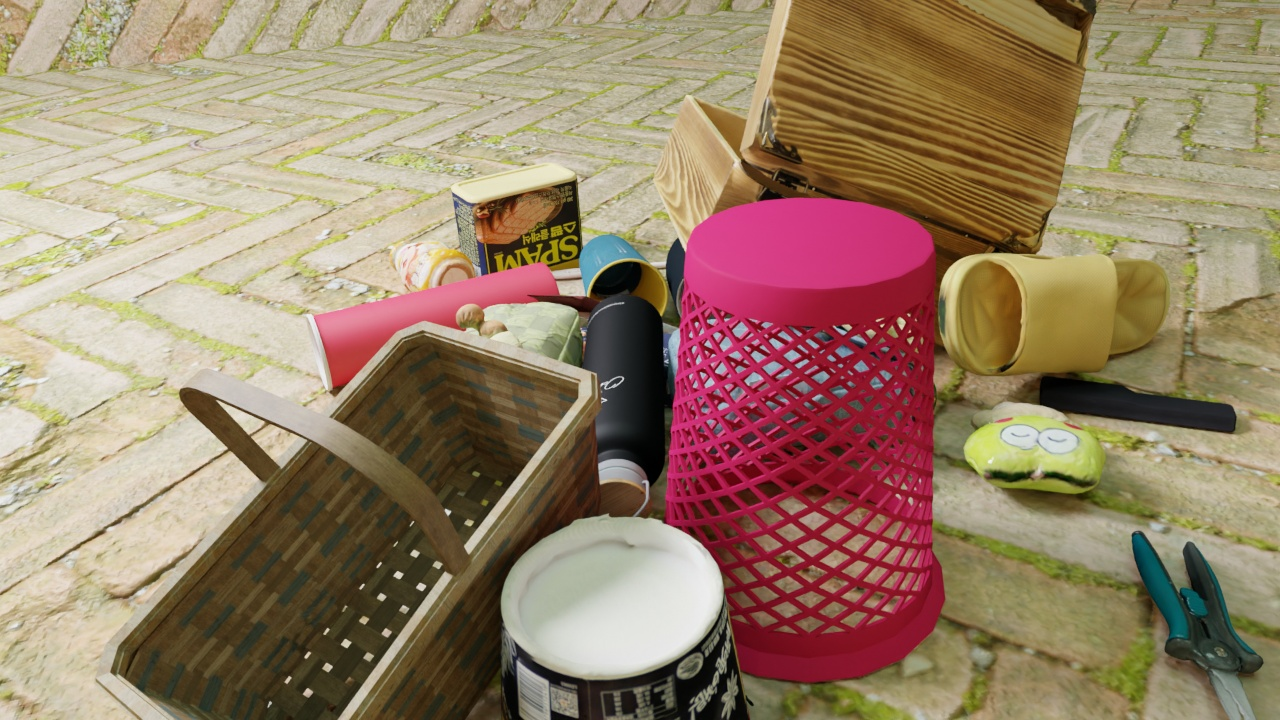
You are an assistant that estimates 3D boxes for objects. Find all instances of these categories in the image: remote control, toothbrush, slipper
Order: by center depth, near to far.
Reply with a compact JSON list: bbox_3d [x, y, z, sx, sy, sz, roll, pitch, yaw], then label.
[{"bbox_3d":[0.387,0.033,0.719,0.136,0.015,0.032,8,31,19],"label":"remote control"},{"bbox_3d":[0.353,-0.036,0.741,0.262,0.099,0.078,-6,16,-28],"label":"slipper"},{"bbox_3d":[-0.010,-0.105,1.006,0.181,0.018,0.015,-7,29,-6],"label":"toothbrush"}]

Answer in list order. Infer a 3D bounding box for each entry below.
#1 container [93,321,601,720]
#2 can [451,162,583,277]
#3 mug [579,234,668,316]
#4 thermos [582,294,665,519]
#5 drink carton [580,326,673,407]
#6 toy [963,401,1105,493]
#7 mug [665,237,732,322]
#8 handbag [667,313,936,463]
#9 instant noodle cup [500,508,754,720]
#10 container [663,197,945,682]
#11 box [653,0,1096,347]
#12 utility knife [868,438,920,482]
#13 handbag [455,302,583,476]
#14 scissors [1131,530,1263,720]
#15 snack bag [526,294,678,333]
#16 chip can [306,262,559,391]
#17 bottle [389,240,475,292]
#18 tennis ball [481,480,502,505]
[{"bbox_3d":[-0.138,0.079,0.454,0.158,0.186,0.249,16,55,31],"label":"container"},{"bbox_3d":[-0.132,-0.148,1.004,0.135,0.104,0.075,-19,33,-27],"label":"can"},{"bbox_3d":[-0.024,-0.081,0.912,0.078,0.078,0.121,-8,24,-9],"label":"mug"},{"bbox_3d":[-0.014,0.037,0.641,0.061,0.061,0.230,-2,34,2],"label":"thermos"},{"bbox_3d":[-0.005,0.005,0.785,0.130,0.040,0.064,4,31,13],"label":"drink carton"},{"bbox_3d":[0.279,0.059,0.657,0.092,0.046,0.115,2,22,15],"label":"toy"},{"bbox_3d":[0.085,-0.074,0.887,0.121,0.085,0.094,20,25,-17],"label":"mug"},{"bbox_3d":[0.117,0.000,0.684,0.192,0.119,0.121,-5,32,-6],"label":"handbag"},{"bbox_3d":[-0.010,0.151,0.450,0.137,0.112,0.137,-3,30,1],"label":"instant noodle cup"},{"bbox_3d":[0.093,0.034,0.530,0.183,0.226,0.182,-2,29,1],"label":"container"},{"bbox_3d":[0.208,-0.206,0.787,0.279,0.316,0.281,18,27,-17],"label":"box"},{"bbox_3d":[0.163,0.047,0.716,0.022,0.016,0.179,-16,30,-20],"label":"utility knife"},{"bbox_3d":[-0.110,0.011,0.689,0.113,0.117,0.186,1,45,12],"label":"handbag"},{"bbox_3d":[0.309,0.146,0.519,0.128,0.019,0.140,-14,37,-30],"label":"scissors"},{"bbox_3d":[-0.022,-0.038,0.799,0.057,0.013,0.157,7,-6,42],"label":"snack bag"},{"bbox_3d":[-0.185,-0.034,0.843,0.220,0.069,0.069,-16,32,-22],"label":"chip can"},{"bbox_3d":[-0.222,-0.095,0.962,0.063,0.063,0.108,-26,36,-34],"label":"bottle"},{"bbox_3d":[-0.071,0.102,0.591,0.065,0.065,0.065,-2,29,1],"label":"tennis ball"}]
